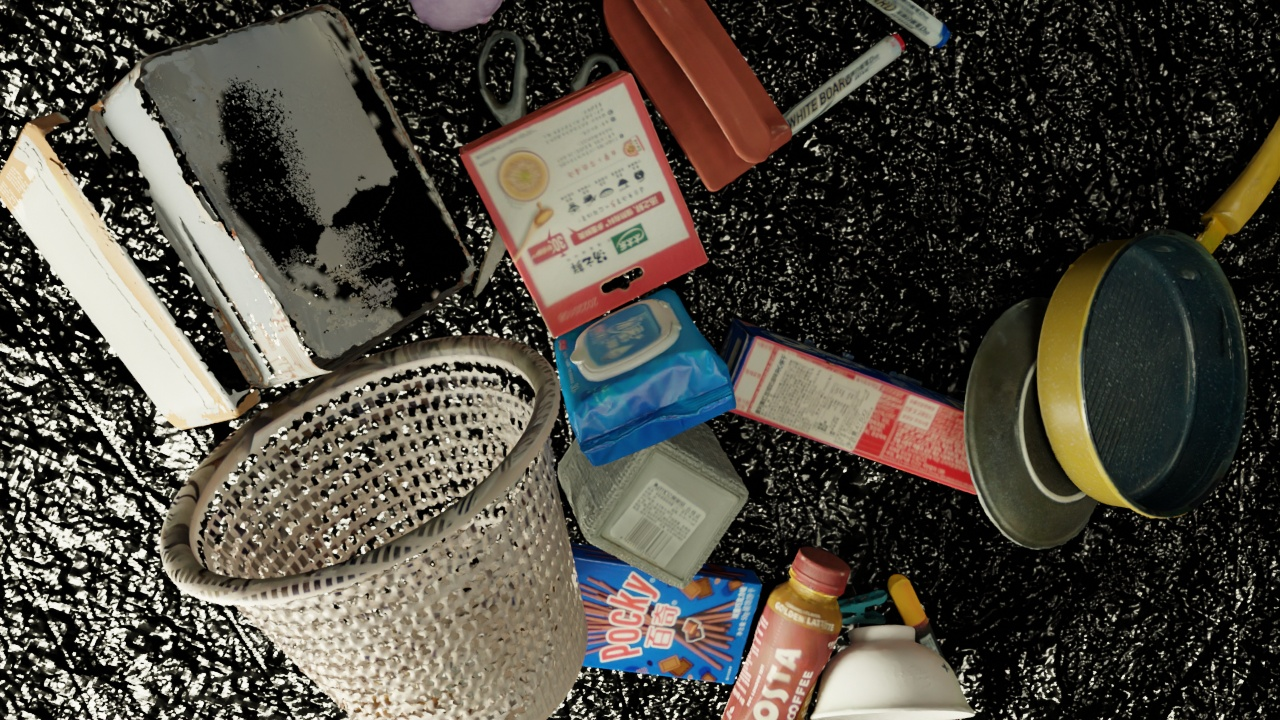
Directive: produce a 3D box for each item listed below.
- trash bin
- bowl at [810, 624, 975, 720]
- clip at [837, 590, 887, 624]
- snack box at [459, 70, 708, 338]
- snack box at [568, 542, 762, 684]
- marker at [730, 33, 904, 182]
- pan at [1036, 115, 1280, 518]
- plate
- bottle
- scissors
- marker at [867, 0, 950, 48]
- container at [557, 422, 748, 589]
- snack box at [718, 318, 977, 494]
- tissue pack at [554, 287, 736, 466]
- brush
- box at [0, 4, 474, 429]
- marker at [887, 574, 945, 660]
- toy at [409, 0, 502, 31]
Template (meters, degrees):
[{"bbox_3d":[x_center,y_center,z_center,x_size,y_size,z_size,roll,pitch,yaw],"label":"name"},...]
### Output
[{"bbox_3d":[-0.129,0.123,0.550,0.227,0.227,0.192,-20,119,-4],"label":"trash bin"},{"bbox_3d":[0.184,0.235,0.689,0.118,0.118,0.064,3,64,-11],"label":"bowl"},{"bbox_3d":[0.164,0.193,0.709,0.057,0.015,0.049,-7,107,-10],"label":"clip"},{"bbox_3d":[-0.034,-0.098,0.575,0.113,0.044,0.127,-26,112,-3],"label":"snack box"},{"bbox_3d":[0.004,0.186,0.672,0.157,0.026,0.084,11,102,-12],"label":"snack box"},{"bbox_3d":[0.113,-0.167,0.607,0.145,0.017,0.017,-37,107,1],"label":"marker"},{"bbox_3d":[0.396,-0.061,0.646,0.197,0.078,0.356,33,74,-27],"label":"pan"},{"bbox_3d":[0.292,0.044,0.646,0.179,0.024,0.179,3,85,-34],"label":"plate"},{"bbox_3d":[0.107,0.225,0.684,0.057,0.057,0.175,16,101,-13],"label":"bottle"},{"bbox_3d":[-0.068,-0.126,0.588,0.170,0.014,0.159,-33,108,1],"label":"scissors"},{"bbox_3d":[0.140,-0.246,0.591,0.145,0.017,0.017,28,98,-15],"label":"marker"},{"bbox_3d":[0.007,0.080,0.600,0.090,0.114,0.090,31,96,-16],"label":"container"},{"bbox_3d":[0.151,0.031,0.643,0.207,0.057,0.058,19,102,-14],"label":"snack box"},{"bbox_3d":[-0.003,0.003,0.559,0.095,0.157,0.052,-25,114,0],"label":"tissue pack"},{"bbox_3d":[0.030,-0.179,0.554,0.063,0.069,0.146,-35,99,-1],"label":"brush"},{"bbox_3d":[-0.239,-0.072,0.539,0.156,0.193,0.183,-41,113,-43],"label":"box"},{"bbox_3d":[0.223,0.218,0.726,0.018,0.015,0.124,-30,110,-3],"label":"marker"},{"bbox_3d":[-0.125,-0.243,0.535,0.084,0.038,0.108,-30,112,13],"label":"toy"}]
